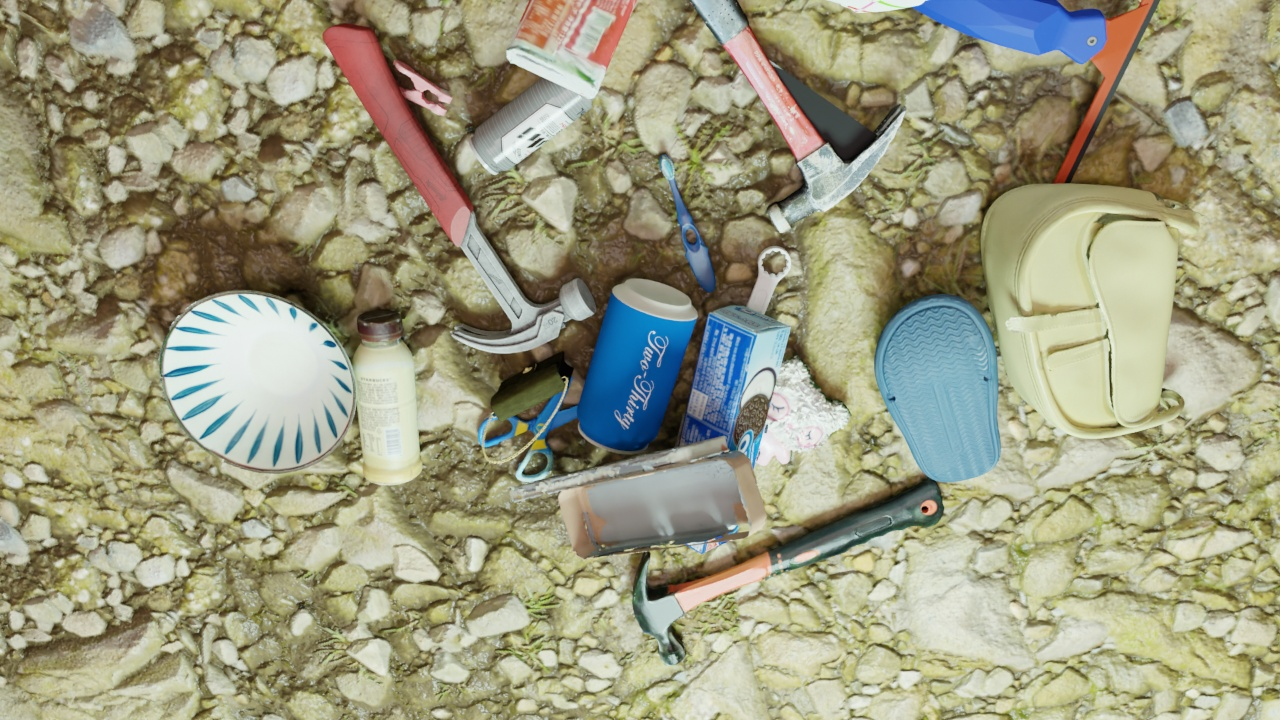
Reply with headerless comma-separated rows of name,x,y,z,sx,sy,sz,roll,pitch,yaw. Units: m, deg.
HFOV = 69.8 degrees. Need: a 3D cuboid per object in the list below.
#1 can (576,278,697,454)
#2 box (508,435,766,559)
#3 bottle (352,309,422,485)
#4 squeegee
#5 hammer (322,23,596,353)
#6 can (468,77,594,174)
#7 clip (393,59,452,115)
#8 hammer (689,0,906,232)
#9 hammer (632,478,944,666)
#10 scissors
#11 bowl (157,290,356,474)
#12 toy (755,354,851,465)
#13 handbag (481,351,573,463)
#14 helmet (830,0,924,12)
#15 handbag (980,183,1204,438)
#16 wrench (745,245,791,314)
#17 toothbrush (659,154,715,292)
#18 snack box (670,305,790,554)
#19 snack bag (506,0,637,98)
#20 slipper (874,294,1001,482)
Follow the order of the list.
can,-0.005,0.005,0.831,0.079,0.078,0.146,16,111,-4
box,-0.006,0.131,0.824,0.217,0.096,0.105,-17,95,38
bottle,-0.239,0.035,0.864,0.056,0.056,0.162,2,111,1
squeegee,0.302,-0.269,0.725,0.185,0.055,0.250,18,125,8
hammer,-0.172,-0.142,0.794,0.126,0.036,0.316,-26,113,15
can,-0.092,-0.203,0.773,0.107,0.044,0.044,-33,106,14
clip,-0.191,-0.226,0.781,0.058,0.022,0.037,27,106,-10
hammer,0.086,-0.271,0.746,0.141,0.036,0.326,-33,106,15
hammer,0.146,0.199,0.928,0.333,0.033,0.133,-23,108,9
scissors,-0.091,0.071,0.895,0.132,0.019,0.105,-22,112,11
bowl,-0.341,0.011,0.851,0.177,0.070,0.177,1,110,2
toy,0.136,0.058,0.867,0.095,0.041,0.109,43,109,-13
handbag,-0.102,0.043,0.796,0.084,0.177,0.027,-27,108,11
helmet,0.208,-0.369,0.594,0.315,0.235,0.231,-28,110,12
handbag,0.393,-0.038,0.795,0.191,0.088,0.233,-8,112,-1
wrench,0.082,0.019,0.870,0.047,0.009,0.274,18,111,-5
toothbrush,0.042,-0.119,0.815,0.021,0.016,0.132,-18,109,11
snack box,0.075,0.064,0.842,0.059,0.059,0.227,26,115,34
snack bag,-0.049,-0.274,0.725,0.077,0.036,0.116,24,84,-6
slipper,0.274,0.028,0.842,0.104,0.059,0.214,-13,124,16
